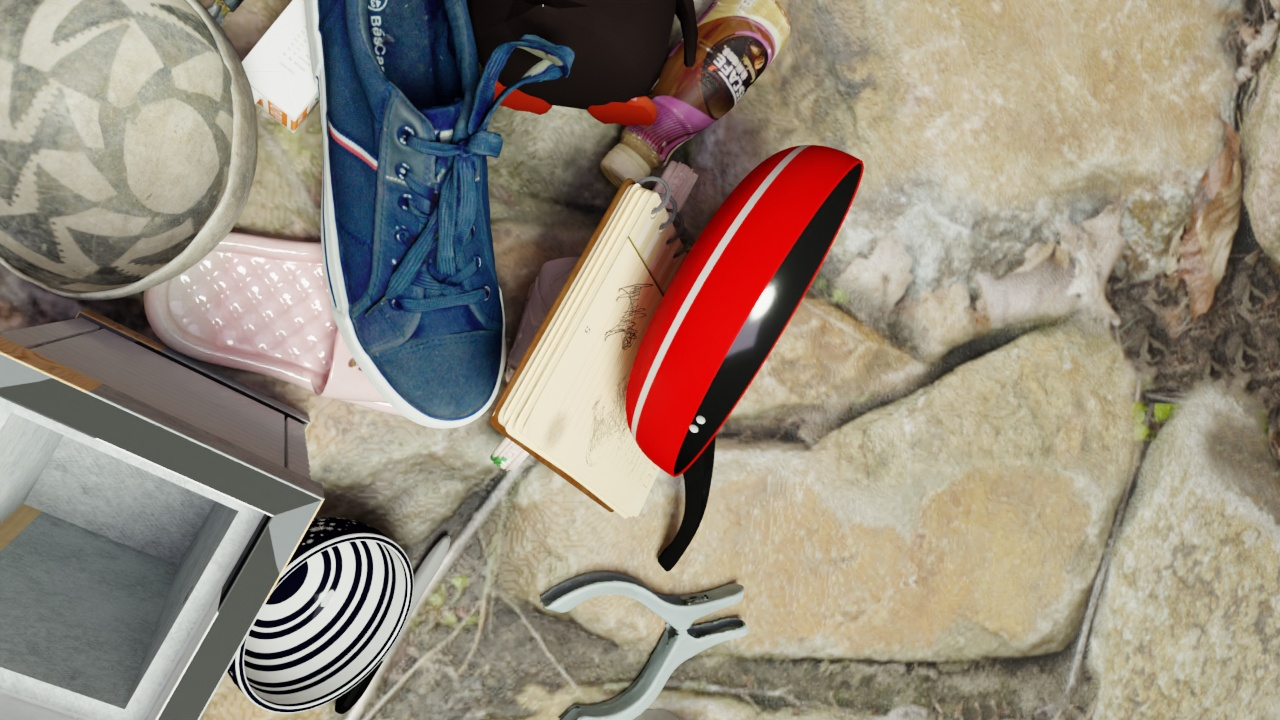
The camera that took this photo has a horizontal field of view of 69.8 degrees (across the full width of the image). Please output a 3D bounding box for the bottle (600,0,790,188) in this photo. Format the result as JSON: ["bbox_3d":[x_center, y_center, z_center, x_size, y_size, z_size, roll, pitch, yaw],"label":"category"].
[{"bbox_3d":[0.035,-0.189,0.650,0.059,0.060,0.166,42,84,-19],"label":"bottle"}]

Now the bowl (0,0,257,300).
[{"bbox_3d":[-0.283,-0.122,0.512,0.178,0.081,0.178,1,93,10],"label":"bowl"}]

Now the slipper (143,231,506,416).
[{"bbox_3d":[-0.191,-0.026,0.581,0.221,0.056,0.106,13,88,-21],"label":"slipper"}]

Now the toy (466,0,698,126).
[{"bbox_3d":[-0.036,-0.261,0.571,0.159,0.140,0.184,9,84,4],"label":"toy"}]

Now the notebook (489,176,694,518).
[{"bbox_3d":[-0.003,0.004,0.585,0.024,0.225,0.167,23,77,23],"label":"notebook"}]

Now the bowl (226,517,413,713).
[{"bbox_3d":[-0.212,0.149,0.577,0.119,0.066,0.120,-29,131,-40],"label":"bowl"}]

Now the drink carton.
[{"bbox_3d":[-0.195,-0.198,0.560,0.040,0.058,0.122,38,81,-20],"label":"drink carton"}]

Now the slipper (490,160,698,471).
[{"bbox_3d":[-0.043,-0.040,0.611,0.064,0.094,0.239,32,79,-4],"label":"slipper"}]

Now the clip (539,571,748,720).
[{"bbox_3d":[-0.006,0.183,0.687,0.173,0.030,0.159,-28,106,-17],"label":"clip"}]

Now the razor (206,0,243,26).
[{"bbox_3d":[-0.239,-0.240,0.562,0.043,0.022,0.144,33,76,20],"label":"razor"}]

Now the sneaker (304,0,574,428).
[{"bbox_3d":[-0.111,-0.096,0.516,0.120,0.127,0.295,-15,108,-31],"label":"sneaker"}]

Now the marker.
[{"bbox_3d":[-0.168,0.180,0.627,0.016,0.022,0.138,33,84,-15],"label":"marker"}]

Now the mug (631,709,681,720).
[{"bbox_3d":[0.008,0.317,0.671,0.105,0.090,0.073,-19,102,-18],"label":"mug"}]

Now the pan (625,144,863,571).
[{"bbox_3d":[0.044,0.022,0.588,0.067,0.357,0.208,32,44,12],"label":"pan"}]

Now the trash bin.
[{"bbox_3d":[-0.265,0.075,0.458,0.142,0.247,0.142,30,84,-21],"label":"trash bin"}]
